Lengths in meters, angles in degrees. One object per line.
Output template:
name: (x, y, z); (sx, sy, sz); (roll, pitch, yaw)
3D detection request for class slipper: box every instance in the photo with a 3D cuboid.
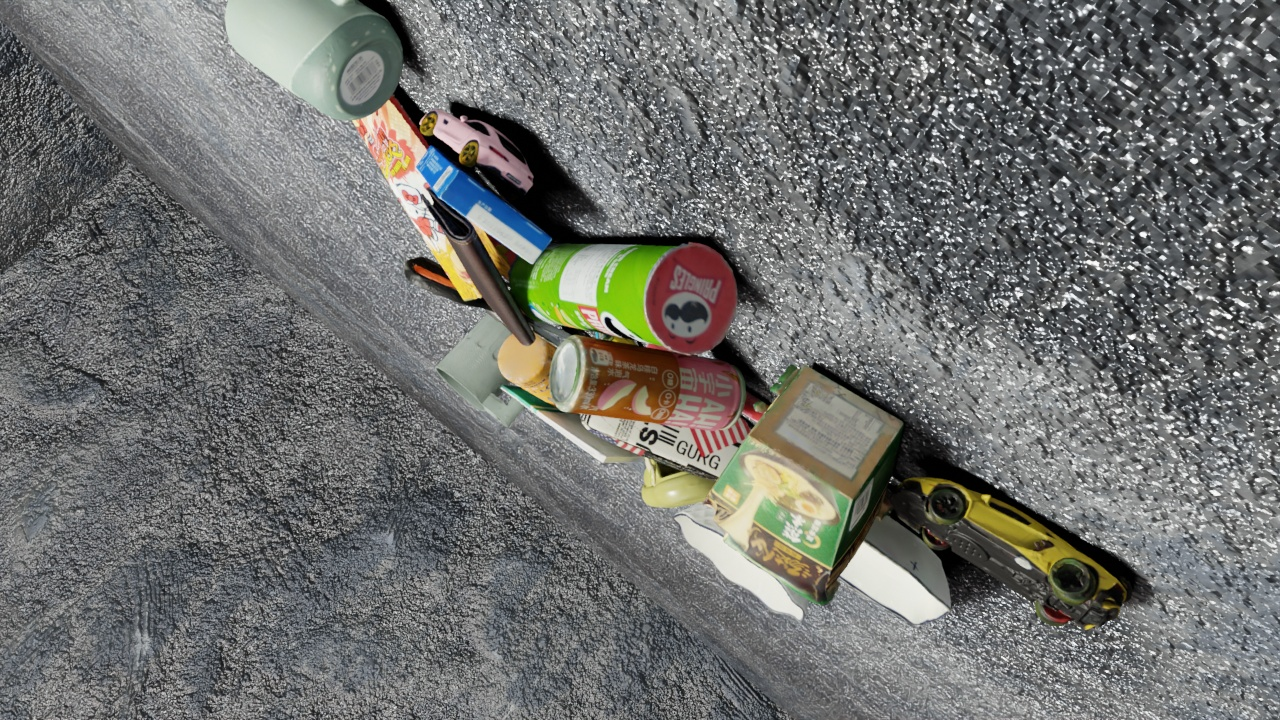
slipper: (0.046, 0.114, 0.983); (0.190, 0.091, 0.081); (130, 130, -83)

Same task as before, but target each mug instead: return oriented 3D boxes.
mug: (-0.178, 0.010, 1.150); (0.124, 0.103, 0.084); (34, 163, 19)
mug: (-0.231, -0.242, 0.662); (0.106, 0.082, 0.112); (36, 132, 17)

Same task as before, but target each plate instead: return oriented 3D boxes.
plate: (0.190, 0.163, 0.794); (0.162, 0.034, 0.266); (34, 169, 18)
plate: (0.135, 0.254, 1.186); (0.205, 0.045, 0.205); (38, 164, 13)

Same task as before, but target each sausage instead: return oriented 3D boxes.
sausage: (0.064, 0.020, 0.774); (0.156, 0.020, 0.020); (34, 163, 24)

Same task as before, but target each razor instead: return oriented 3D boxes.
razor: (-0.005, 0.005, 0.876); (0.132, 0.028, 0.043); (56, -168, -39)

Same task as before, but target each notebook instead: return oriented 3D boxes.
notebook: (-0.068, 0.078, 1.101); (0.150, 0.012, 0.209); (34, -175, 17)

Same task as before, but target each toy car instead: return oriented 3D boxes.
toy car: (-0.121, -0.159, 0.687); (0.122, 0.037, 0.056); (39, -178, 43)
toy car: (0.238, 0.121, 0.601); (0.156, 0.041, 0.071); (31, 161, 27)

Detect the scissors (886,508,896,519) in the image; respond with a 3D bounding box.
scissors: (0.154, 0.075, 0.725); (0.159, 0.014, 0.172); (43, 163, -5)

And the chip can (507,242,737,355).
chip can: (-0.024, -0.054, 0.686); (0.072, 0.072, 0.236); (49, 163, -26)

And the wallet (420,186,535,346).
wallet: (-0.134, -0.076, 0.755); (0.096, 0.020, 0.122); (46, 166, 44)

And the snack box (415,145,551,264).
snack box: (-0.126, -0.124, 0.713); (0.084, 0.026, 0.157); (35, -176, -27)

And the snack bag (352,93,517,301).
snack bag: (-0.190, -0.156, 0.834); (0.208, 0.073, 0.129); (55, 161, -21)

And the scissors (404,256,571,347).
scissors: (-0.139, -0.060, 0.952); (0.220, 0.022, 0.223); (20, -165, -27)

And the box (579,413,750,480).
box: (0.021, 0.066, 0.855); (0.163, 0.074, 0.079); (20, 168, 6)

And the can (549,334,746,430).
can: (0.006, 0.019, 0.705); (0.147, 0.058, 0.058); (9, -179, -29)

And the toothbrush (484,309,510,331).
toothbrush: (-0.108, 0.003, 1.115); (0.212, 0.027, 0.026); (42, 120, 1)

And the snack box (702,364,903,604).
snack box: (0.119, 0.078, 0.635); (0.117, 0.118, 0.106); (32, 146, 17)

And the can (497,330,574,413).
can: (-0.098, 0.015, 1.007); (0.058, 0.058, 0.146); (33, 177, 27)
